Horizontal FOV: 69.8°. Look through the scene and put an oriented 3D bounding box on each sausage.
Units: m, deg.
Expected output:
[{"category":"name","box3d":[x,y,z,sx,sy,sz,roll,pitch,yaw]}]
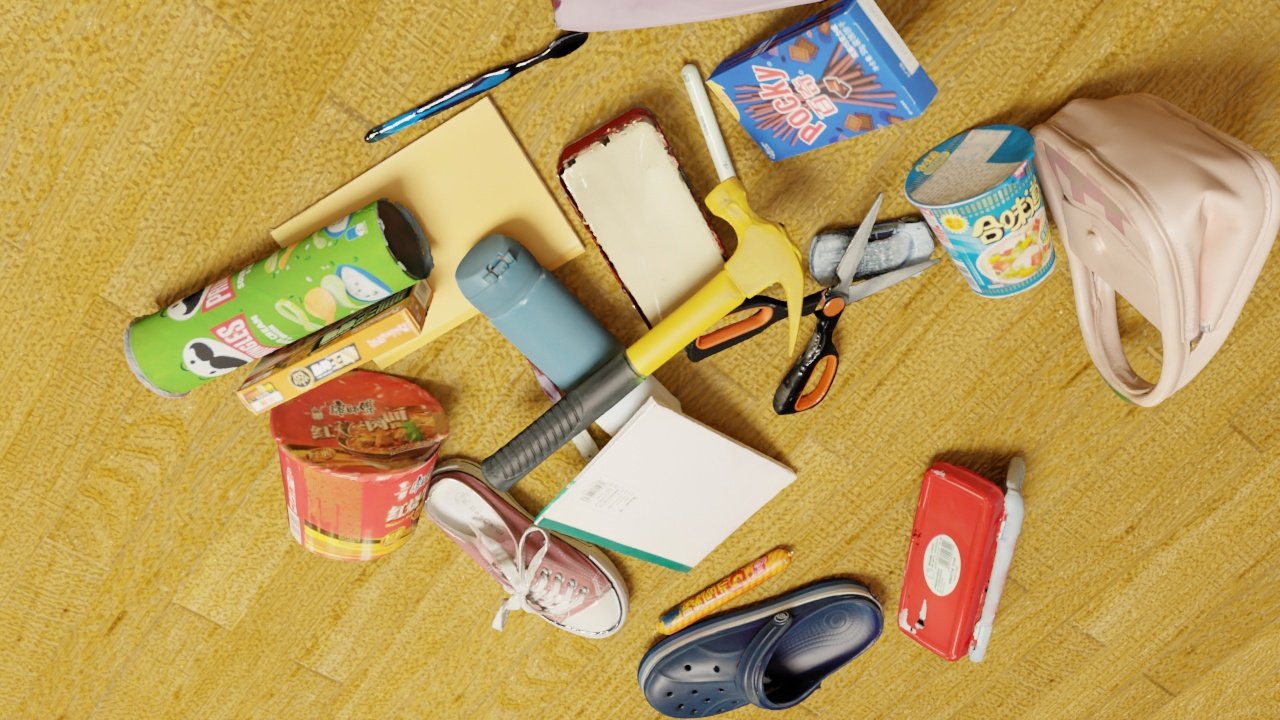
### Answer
[{"category":"sausage","box3d":[0.081,0.228,0.901,0.165,0.021,0.021,-33,113,11]}]

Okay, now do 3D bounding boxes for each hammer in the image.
[{"category":"hammer","box3d":[-0.004,0.004,0.691,0.301,0.032,0.129,-38,89,16]}]

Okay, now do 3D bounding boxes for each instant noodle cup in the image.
[{"category":"instant noodle cup","box3d":[-0.235,0.089,0.759,0.138,0.137,0.109,10,122,-9]},{"category":"instant noodle cup","box3d":[0.274,-0.110,0.720,0.099,0.099,0.110,-31,121,10]}]

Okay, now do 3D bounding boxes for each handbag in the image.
[{"category":"handbag","box3d":[0.376,-0.070,0.700,0.093,0.193,0.234,-15,125,5]},{"category":"handbag","box3d":[0.034,-0.268,0.596,0.197,0.144,0.098,-7,118,-2]}]

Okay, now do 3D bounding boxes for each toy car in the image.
[{"category":"toy car","box3d":[0.192,-0.088,0.755,0.105,0.031,0.049,-10,117,-1]}]

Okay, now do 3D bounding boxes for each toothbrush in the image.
[{"category":"toothbrush","box3d":[0.069,-0.142,0.727,0.020,0.029,0.190,-39,119,-33]},{"category":"toothbrush","box3d":[-0.125,-0.205,0.689,0.190,0.016,0.014,-23,124,10]},{"category":"toothbrush","box3d":[-0.076,0.028,0.801,0.016,0.017,0.187,-27,116,5]}]

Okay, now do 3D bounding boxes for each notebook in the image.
[{"category":"notebook","box3d":[-0.168,-0.096,0.737,0.206,0.010,0.146,-29,114,10]},{"category":"notebook","box3d":[0.028,0.119,0.804,0.150,0.012,0.209,-46,135,16]}]

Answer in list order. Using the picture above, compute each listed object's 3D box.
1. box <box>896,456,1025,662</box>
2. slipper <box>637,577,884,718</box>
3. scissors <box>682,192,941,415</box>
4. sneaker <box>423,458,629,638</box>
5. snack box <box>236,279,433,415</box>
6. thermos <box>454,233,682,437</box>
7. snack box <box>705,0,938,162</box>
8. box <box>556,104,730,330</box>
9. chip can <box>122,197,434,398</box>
[{"category":"box","box3d":[0.321,0.186,0.881,0.100,0.095,0.202,-20,123,-37]},{"category":"slipper","box3d":[0.124,0.300,0.901,0.253,0.095,0.105,-23,112,3]},{"category":"scissors","box3d":[0.135,-0.037,0.742,0.220,0.021,0.234,-8,135,-20]},{"category":"sneaker","box3d":[-0.103,0.189,0.833,0.118,0.087,0.241,-40,110,14]},{"category":"snack box","box3d":[-0.238,-0.013,0.724,0.154,0.075,0.026,-25,115,9]},{"category":"thermos","box3d":[-0.056,-0.012,0.748,0.070,0.070,0.220,-38,116,13]},{"category":"snack box","box3d":[0.120,-0.191,0.640,0.084,0.157,0.026,44,69,-22]},{"category":"box","box3d":[0.011,-0.103,0.709,0.091,0.077,0.168,-28,115,9]},{"category":"chip can","box3d":[-0.279,-0.047,0.709,0.236,0.072,0.072,-23,115,11]}]
